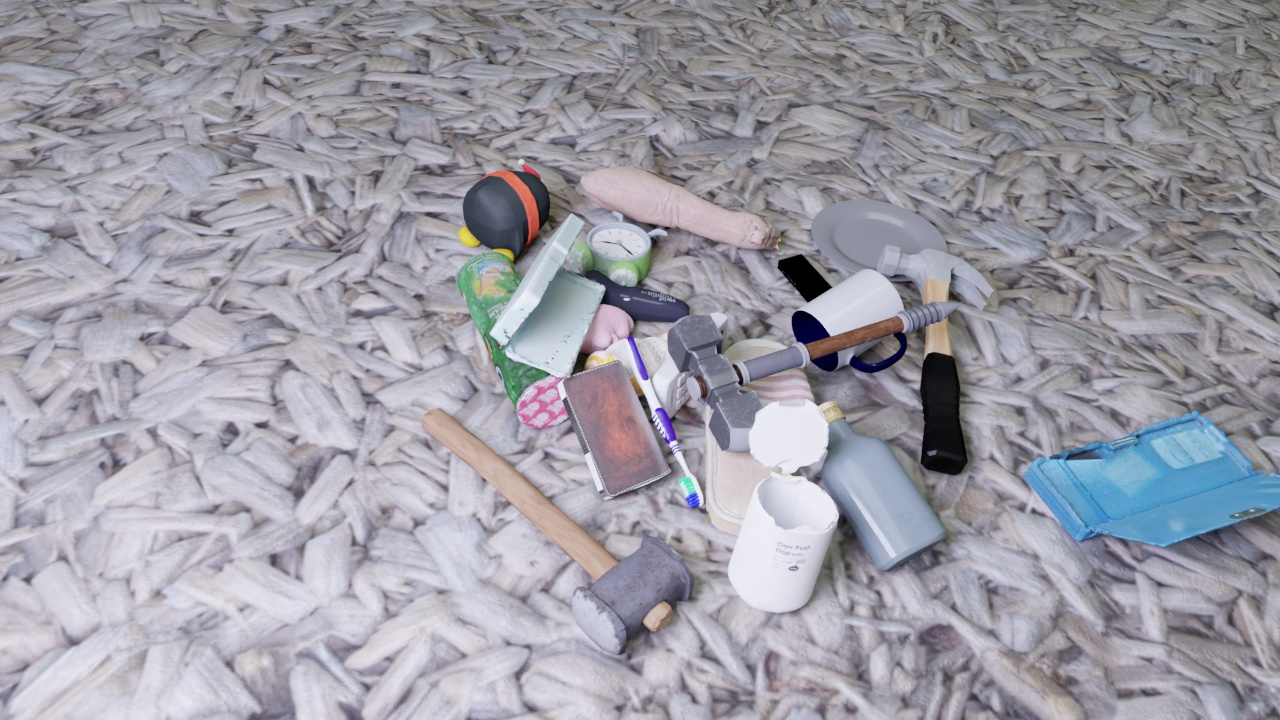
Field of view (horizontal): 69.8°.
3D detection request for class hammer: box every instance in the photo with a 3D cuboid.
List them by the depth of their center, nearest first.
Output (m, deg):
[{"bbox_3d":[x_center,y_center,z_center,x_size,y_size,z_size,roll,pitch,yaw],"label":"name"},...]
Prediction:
[{"bbox_3d":[-0.095,0.135,0.840,0.097,0.052,0.328,-31,51,-33],"label":"hammer"},{"bbox_3d":[0.196,-0.016,0.936,0.321,0.043,0.156,-17,60,-18],"label":"hammer"},{"bbox_3d":[0.334,-0.010,1.030,0.131,0.039,0.327,13,47,2],"label":"hammer"}]

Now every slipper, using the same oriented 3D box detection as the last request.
[{"bbox_3d":[0.121,0.063,0.930,0.115,0.052,0.262,9,44,5],"label":"slipper"}]

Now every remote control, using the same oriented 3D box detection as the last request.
[{"bbox_3d":[0.053,0.006,0.976,0.025,0.060,0.138,24,46,23],"label":"remote control"},{"bbox_3d":[0.219,-0.078,1.116,0.034,0.013,0.150,-17,48,-17],"label":"remote control"}]

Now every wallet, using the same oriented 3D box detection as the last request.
[{"bbox_3d":[-0.026,0.066,0.887,0.072,0.019,0.123,-20,81,-25],"label":"wallet"}]

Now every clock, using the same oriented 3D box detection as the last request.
[{"bbox_3d":[-0.031,-0.127,1.120,0.094,0.043,0.119,25,46,20],"label":"clock"}]

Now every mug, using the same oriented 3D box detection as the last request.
[{"bbox_3d":[0.240,-0.034,1.013,0.096,0.079,0.112,-31,60,-17],"label":"mug"}]

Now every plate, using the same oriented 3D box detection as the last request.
[{"bbox_3d":[0.313,-0.157,1.209,0.178,0.012,0.178,3,43,-3],"label":"plate"}]

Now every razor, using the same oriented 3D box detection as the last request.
[{"bbox_3d":[-0.013,-0.070,1.060,0.143,0.052,0.047,10,34,-2],"label":"razor"}]

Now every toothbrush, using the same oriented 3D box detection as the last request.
[{"bbox_3d":[0.020,0.058,0.904,0.016,0.015,0.186,-15,70,-23],"label":"toothbrush"}]

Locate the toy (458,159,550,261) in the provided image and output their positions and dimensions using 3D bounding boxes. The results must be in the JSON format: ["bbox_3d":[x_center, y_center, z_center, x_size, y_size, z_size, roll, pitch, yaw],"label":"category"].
[{"bbox_3d":[-0.158,-0.188,1.128,0.097,0.100,0.119,33,51,29],"label":"toy"}]

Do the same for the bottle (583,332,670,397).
[{"bbox_3d":[-0.006,0.006,0.970,0.108,0.063,0.063,-26,52,-31],"label":"bottle"}]

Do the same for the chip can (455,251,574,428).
[{"bbox_3d":[-0.134,-0.029,0.984,0.075,0.076,0.223,-15,47,-21],"label":"chip can"}]

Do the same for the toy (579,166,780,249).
[{"bbox_3d":[0.051,-0.200,1.191,0.264,0.065,0.196,15,16,-5],"label":"toy"}]

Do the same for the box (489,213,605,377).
[{"bbox_3d":[-0.080,-0.059,0.937,0.096,0.086,0.198,40,31,-12],"label":"box"}]

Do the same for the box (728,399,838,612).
[{"bbox_3d":[0.123,0.125,0.793,0.084,0.160,0.118,10,33,-4],"label":"box"}]

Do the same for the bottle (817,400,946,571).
[{"bbox_3d":[0.212,0.112,0.863,0.072,0.046,0.161,-19,64,-24],"label":"bottle"}]

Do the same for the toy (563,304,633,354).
[{"bbox_3d":[-0.055,-0.034,1.010,0.102,0.050,0.093,2,25,-8],"label":"toy"}]

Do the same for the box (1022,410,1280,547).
[{"bbox_3d":[0.522,0.129,0.897,0.231,0.066,0.173,-11,25,-17],"label":"box"}]
